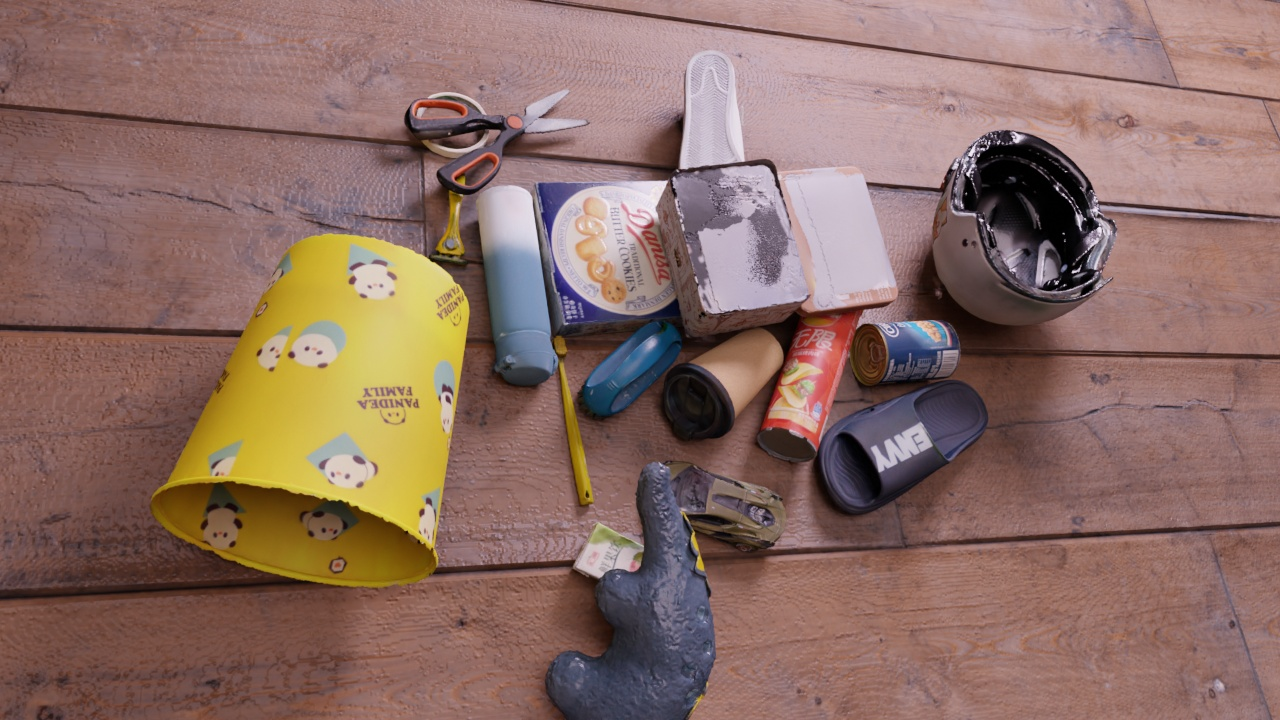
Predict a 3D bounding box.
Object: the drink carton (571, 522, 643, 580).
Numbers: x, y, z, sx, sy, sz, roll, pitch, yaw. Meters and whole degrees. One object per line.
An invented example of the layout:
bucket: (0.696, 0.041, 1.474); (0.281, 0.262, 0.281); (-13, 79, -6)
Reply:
drink carton: (-0.003, 0.212, 0.925); (0.122, 0.046, 0.053); (26, 74, -4)

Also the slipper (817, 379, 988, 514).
slipper: (0.320, 0.083, 1.074); (0.267, 0.083, 0.110); (-23, 75, -28)

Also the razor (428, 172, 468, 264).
razor: (-0.210, -0.169, 1.035); (0.043, 0.028, 0.132); (6, 64, -13)

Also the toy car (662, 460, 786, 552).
toy car: (0.081, 0.155, 0.984); (0.158, 0.042, 0.070); (18, 62, -8)

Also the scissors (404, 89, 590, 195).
scissors: (-0.163, -0.261, 1.077); (0.224, 0.022, 0.204); (8, 63, -19)

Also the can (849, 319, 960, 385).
can: (0.323, -0.010, 1.118); (0.111, 0.075, 0.075); (-3, 69, -21)

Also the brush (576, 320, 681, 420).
brush: (-0.006, 0.006, 0.999); (0.055, 0.074, 0.143); (48, 61, 0)

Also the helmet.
helmet: (0.473, -0.152, 1.187); (0.230, 0.157, 0.273); (21, 52, -8)

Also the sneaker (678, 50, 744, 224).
sneaker: (0.089, -0.256, 1.147); (0.089, 0.091, 0.242); (-3, 79, 3)

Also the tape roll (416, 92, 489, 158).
tape roll: (-0.222, -0.278, 1.084); (0.085, 0.014, 0.085); (7, 65, -16)

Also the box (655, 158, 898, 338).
box: (0.162, -0.135, 1.043); (0.260, 0.082, 0.177); (-9, 76, -16)

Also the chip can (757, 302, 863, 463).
chip can: (0.201, 0.011, 1.070); (0.073, 0.073, 0.216); (26, 62, -6)

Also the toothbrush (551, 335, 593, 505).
toothbrush: (-0.073, 0.061, 0.984); (0.015, 0.017, 0.190); (-5, 69, -20)

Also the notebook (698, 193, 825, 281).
notebook: (0.170, -0.154, 1.145); (0.211, 0.012, 0.149); (-24, 60, -26)

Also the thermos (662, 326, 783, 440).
thermos: (0.094, 0.022, 1.024); (0.093, 0.093, 0.142); (49, 53, 6)

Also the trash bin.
trash bin: (-0.267, 0.043, 0.818); (0.229, 0.230, 0.254); (15, 58, -12)

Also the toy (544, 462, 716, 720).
toy: (-0.004, 0.279, 0.847); (0.138, 0.091, 0.356); (25, 82, -13)

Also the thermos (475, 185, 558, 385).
thermos: (-0.136, -0.081, 1.000); (0.070, 0.070, 0.220); (-3, 69, -20)

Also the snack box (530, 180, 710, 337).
snack box: (-0.026, -0.122, 1.065); (0.182, 0.046, 0.177); (-6, 70, -21)
